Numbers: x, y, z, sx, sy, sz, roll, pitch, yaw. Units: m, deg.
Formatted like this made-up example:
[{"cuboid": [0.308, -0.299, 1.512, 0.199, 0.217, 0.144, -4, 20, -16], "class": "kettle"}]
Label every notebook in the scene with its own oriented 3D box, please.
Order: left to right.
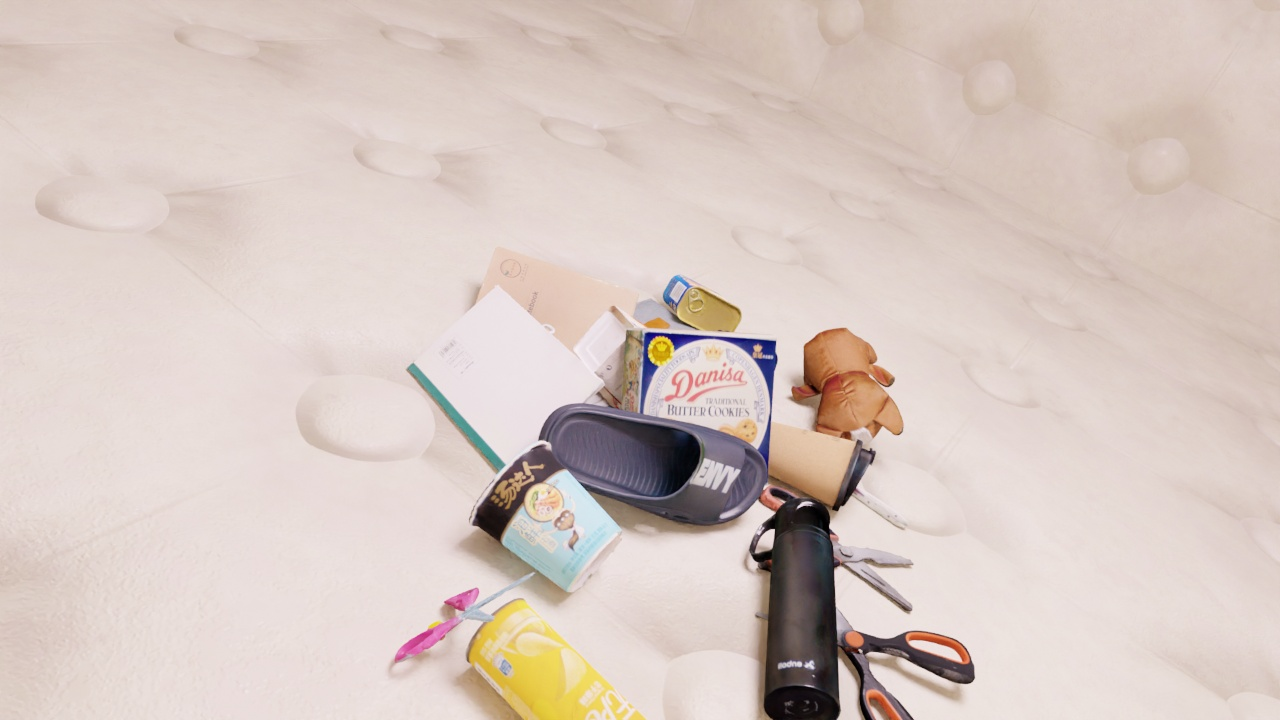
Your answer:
[{"cuboid": [-0.159, 0.017, 1.051, 0.150, 0.012, 0.209, -44, 58, -8], "class": "notebook"}, {"cuboid": [-0.116, -0.062, 1.232, 0.207, 0.008, 0.147, 18, 61, -6], "class": "notebook"}]

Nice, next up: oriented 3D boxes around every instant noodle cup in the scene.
[{"cuboid": [-0.084, 0.156, 0.891, 0.120, 0.111, 0.111, 39, 34, 14], "class": "instant noodle cup"}, {"cuboid": [-0.007, 0.006, 1.117, 0.124, 0.117, 0.116, 40, 5, -34], "class": "instant noodle cup"}]

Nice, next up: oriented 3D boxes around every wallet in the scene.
[{"cuboid": [0.032, -0.044, 1.337, 0.130, 0.037, 0.106, 37, 33, 25], "class": "wallet"}]

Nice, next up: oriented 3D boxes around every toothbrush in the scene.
[{"cuboid": [0.265, 0.157, 1.187, 0.187, 0.016, 0.017, 35, 24, 23], "class": "toothbrush"}]

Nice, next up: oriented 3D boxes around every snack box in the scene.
[{"cuboid": [0.067, 0.056, 1.066, 0.177, 0.182, 0.046, 2, 2, -26], "class": "snack box"}]

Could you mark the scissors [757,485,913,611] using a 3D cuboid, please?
[{"cuboid": [0.219, 0.216, 1.065, 0.222, 0.015, 0.188, 7, 33, -25], "class": "scissors"}]

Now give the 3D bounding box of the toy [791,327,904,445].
[{"cuboid": [0.290, 0.050, 1.289, 0.130, 0.140, 0.199, 54, 16, -32], "class": "toy"}]

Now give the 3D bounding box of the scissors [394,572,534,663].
[{"cuboid": [-0.148, 0.213, 0.779, 0.017, 0.133, 0.135, 60, -4, -6], "class": "scissors"}]

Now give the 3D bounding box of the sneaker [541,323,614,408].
[{"cuboid": [-0.100, 0.020, 1.102, 0.242, 0.091, 0.089, 34, 34, 19], "class": "sneaker"}]

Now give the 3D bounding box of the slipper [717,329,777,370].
[{"cuboid": [0.127, 0.009, 1.256, 0.105, 0.095, 0.252, 37, 30, 19], "class": "slipper"}]

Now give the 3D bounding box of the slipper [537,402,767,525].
[{"cuboid": [0.024, 0.116, 0.978, 0.268, 0.110, 0.083, 16, -2, -20], "class": "slipper"}]

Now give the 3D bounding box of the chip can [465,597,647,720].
[{"cuboid": [-0.047, 0.287, 0.736, 0.213, 0.072, 0.071, 36, 34, 25], "class": "chip can"}]

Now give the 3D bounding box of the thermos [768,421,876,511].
[{"cuboid": [0.209, 0.124, 1.137, 0.143, 0.093, 0.092, 21, 30, 13], "class": "thermos"}]

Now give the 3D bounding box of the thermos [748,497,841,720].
[{"cuboid": [0.152, 0.246, 0.919, 0.090, 0.068, 0.241, -18, 29, 20], "class": "thermos"}]

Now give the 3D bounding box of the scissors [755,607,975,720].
[{"cuboid": [0.234, 0.300, 0.927, 0.232, 0.022, 0.220, 3, 39, -12], "class": "scissors"}]

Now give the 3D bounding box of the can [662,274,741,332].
[{"cuboid": [0.091, -0.083, 1.385, 0.102, 0.057, 0.083, 25, 11, -23], "class": "can"}]
